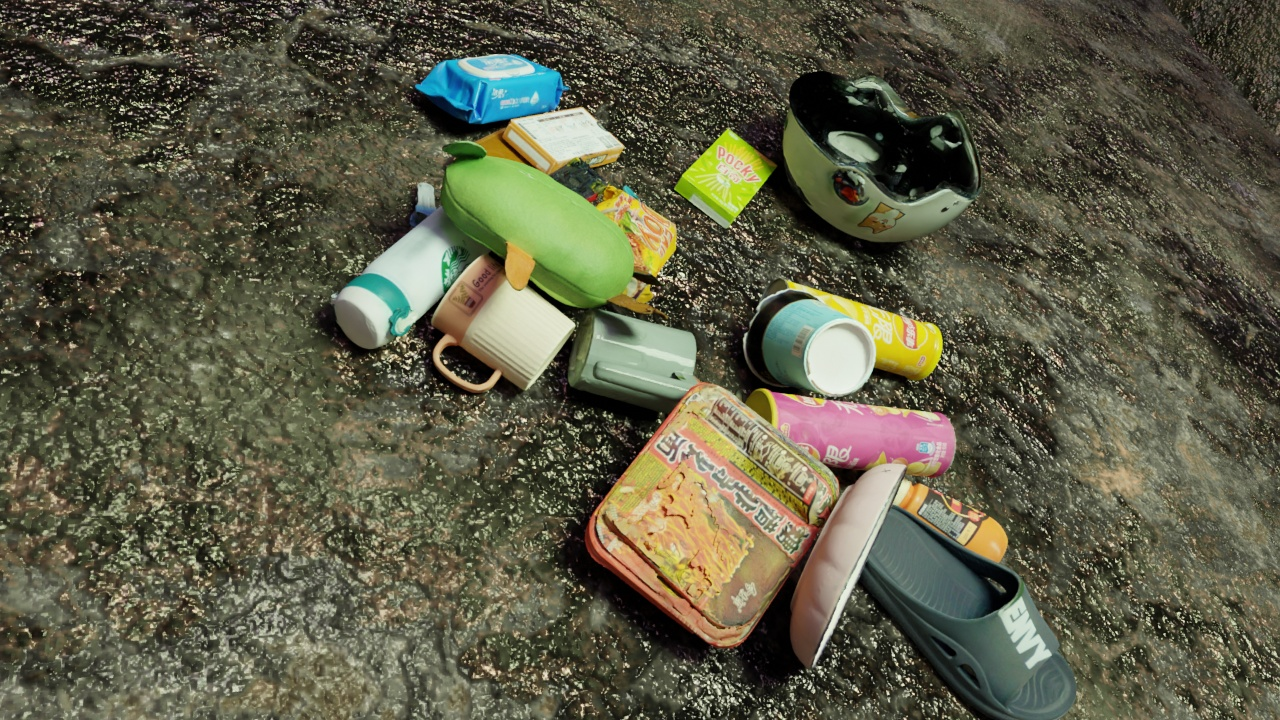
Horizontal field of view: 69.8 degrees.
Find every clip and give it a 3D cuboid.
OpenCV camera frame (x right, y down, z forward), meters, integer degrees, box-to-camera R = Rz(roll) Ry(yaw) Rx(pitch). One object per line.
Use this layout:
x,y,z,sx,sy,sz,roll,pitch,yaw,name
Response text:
-0.221,-0.159,0.936,0.026,0.042,0.058,9,48,-22,clip
-0.008,-0.180,1.071,0.054,0.033,0.013,28,47,-27,clip

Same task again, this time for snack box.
-0.086,-0.253,1.060,0.075,0.026,0.153,44,34,9,snack box
0.112,-0.237,1.183,0.086,0.026,0.156,38,45,1,snack box

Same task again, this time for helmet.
0.301,-0.251,1.213,0.274,0.157,0.229,18,48,-2,helmet

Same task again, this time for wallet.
-0.130,-0.194,1.002,0.130,0.035,0.118,40,44,4,wallet

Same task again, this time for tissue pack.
-0.167,-0.312,1.042,0.095,0.052,0.156,32,39,32,tissue pack

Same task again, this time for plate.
0.173,0.170,0.793,0.039,0.193,0.191,25,43,19,plate

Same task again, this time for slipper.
0.308,0.234,0.872,0.268,0.083,0.110,44,60,11,slipper

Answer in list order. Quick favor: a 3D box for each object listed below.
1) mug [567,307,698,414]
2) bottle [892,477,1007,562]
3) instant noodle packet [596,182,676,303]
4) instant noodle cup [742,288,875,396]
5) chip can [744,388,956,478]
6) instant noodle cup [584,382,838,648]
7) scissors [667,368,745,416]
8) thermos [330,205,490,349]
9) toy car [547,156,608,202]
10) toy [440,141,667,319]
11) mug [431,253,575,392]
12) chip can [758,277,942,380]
-0.005,0.005,0.866,0.103,0.084,0.124,15,12,-16,mug
0.303,0.163,0.955,0.149,0.067,0.066,33,45,7,bottle
-0.016,-0.131,1.014,0.111,0.044,0.128,34,45,-8,instant noodle packet
0.181,-0.013,0.949,0.111,0.111,0.120,15,6,-20,instant noodle cup
0.209,0.075,0.923,0.210,0.072,0.071,7,52,-19,chip can
0.059,0.135,0.794,0.164,0.079,0.188,39,71,3,instant noodle cup
0.075,0.102,0.899,0.205,0.015,0.201,-27,71,-42,scissors
-0.196,-0.093,0.860,0.073,0.073,0.223,36,46,0,thermos
-0.079,-0.182,0.983,0.049,0.031,0.106,44,42,2,toy car
-0.081,-0.113,0.853,0.246,0.090,0.226,34,23,-9,toy
-0.133,-0.023,0.841,0.106,0.082,0.114,37,72,-1,mug
0.243,-0.034,1.067,0.213,0.072,0.072,14,50,-19,chip can
